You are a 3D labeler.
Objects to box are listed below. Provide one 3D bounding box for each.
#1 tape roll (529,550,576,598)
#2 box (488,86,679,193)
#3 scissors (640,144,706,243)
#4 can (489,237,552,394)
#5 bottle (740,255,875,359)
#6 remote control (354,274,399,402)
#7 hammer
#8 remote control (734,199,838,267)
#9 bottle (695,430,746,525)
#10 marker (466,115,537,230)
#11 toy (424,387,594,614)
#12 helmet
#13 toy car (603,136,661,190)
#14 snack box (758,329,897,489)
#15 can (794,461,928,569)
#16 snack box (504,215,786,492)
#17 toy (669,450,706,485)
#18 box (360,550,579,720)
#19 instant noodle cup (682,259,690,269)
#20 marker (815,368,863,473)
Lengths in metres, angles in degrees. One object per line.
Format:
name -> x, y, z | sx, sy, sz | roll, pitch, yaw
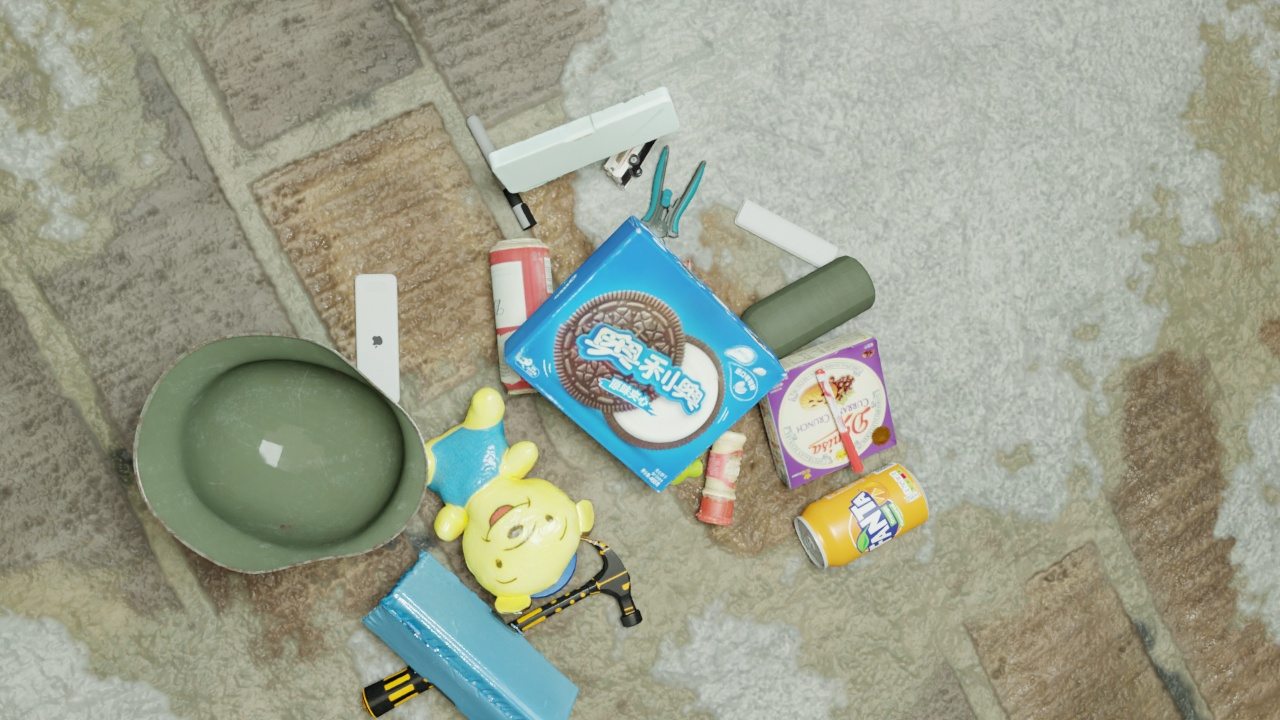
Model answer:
tape roll -> -0.119, 0.219, 1.026 | 0.091, 0.016, 0.093 | -34, 74, -12
box -> -0.054, -0.229, 0.981 | 0.197, 0.136, 0.049 | -19, 91, 6
scissors -> 0.031, -0.183, 1.076 | 0.128, 0.019, 0.153 | -23, 94, -7
can -> -0.128, -0.048, 1.022 | 0.067, 0.067, 0.170 | -5, 90, -10
bottle -> 0.171, -0.047, 1.069 | 0.206, 0.071, 0.071 | -29, 93, -9
remote control -> -0.293, -0.023, 1.024 | 0.045, 0.008, 0.146 | -2, 89, -10
hammer -> -0.159, 0.305, 1.027 | 0.320, 0.036, 0.123 | -25, 89, -11
remote control -> 0.176, -0.151, 1.102 | 0.131, 0.012, 0.033 | 26, 85, -8
bottle -> 0.095, 0.135, 1.067 | 0.044, 0.044, 0.109 | 11, 86, -9
marker -> -0.159, -0.214, 1.047 | 0.016, 0.016, 0.140 | -28, 93, -9
toy -> -0.150, 0.154, 0.992 | 0.149, 0.084, 0.214 | -40, 81, -2
helmet -> -0.344, 0.093, 0.938 | 0.268, 0.154, 0.227 | 19, 87, -3
toy car -> -0.002, -0.254, 1.065 | 0.039, 0.039, 0.113 | 30, 83, 14
snack box -> 0.215, 0.056, 1.068 | 0.143, 0.040, 0.148 | -21, 111, -10
can -> 0.259, 0.182, 1.073 | 0.142, 0.079, 0.079 | -25, 93, -9
snack box -> 0.007, -0.002, 0.972 | 0.196, 0.056, 0.239 | -44, 111, 10
toy -> 0.045, 0.091, 1.064 | 0.093, 0.036, 0.094 | -41, 94, 0
box -> -0.187, 0.325, 0.974 | 0.231, 0.094, 0.102 | 43, 109, -4
instant noodle cup -> -0.003, -0.070, 1.035 | 0.108, 0.098, 0.097 | 6, 88, -1
marker -> 0.227, 0.070, 1.045 | 0.012, 0.013, 0.142 | -30, 113, -9
